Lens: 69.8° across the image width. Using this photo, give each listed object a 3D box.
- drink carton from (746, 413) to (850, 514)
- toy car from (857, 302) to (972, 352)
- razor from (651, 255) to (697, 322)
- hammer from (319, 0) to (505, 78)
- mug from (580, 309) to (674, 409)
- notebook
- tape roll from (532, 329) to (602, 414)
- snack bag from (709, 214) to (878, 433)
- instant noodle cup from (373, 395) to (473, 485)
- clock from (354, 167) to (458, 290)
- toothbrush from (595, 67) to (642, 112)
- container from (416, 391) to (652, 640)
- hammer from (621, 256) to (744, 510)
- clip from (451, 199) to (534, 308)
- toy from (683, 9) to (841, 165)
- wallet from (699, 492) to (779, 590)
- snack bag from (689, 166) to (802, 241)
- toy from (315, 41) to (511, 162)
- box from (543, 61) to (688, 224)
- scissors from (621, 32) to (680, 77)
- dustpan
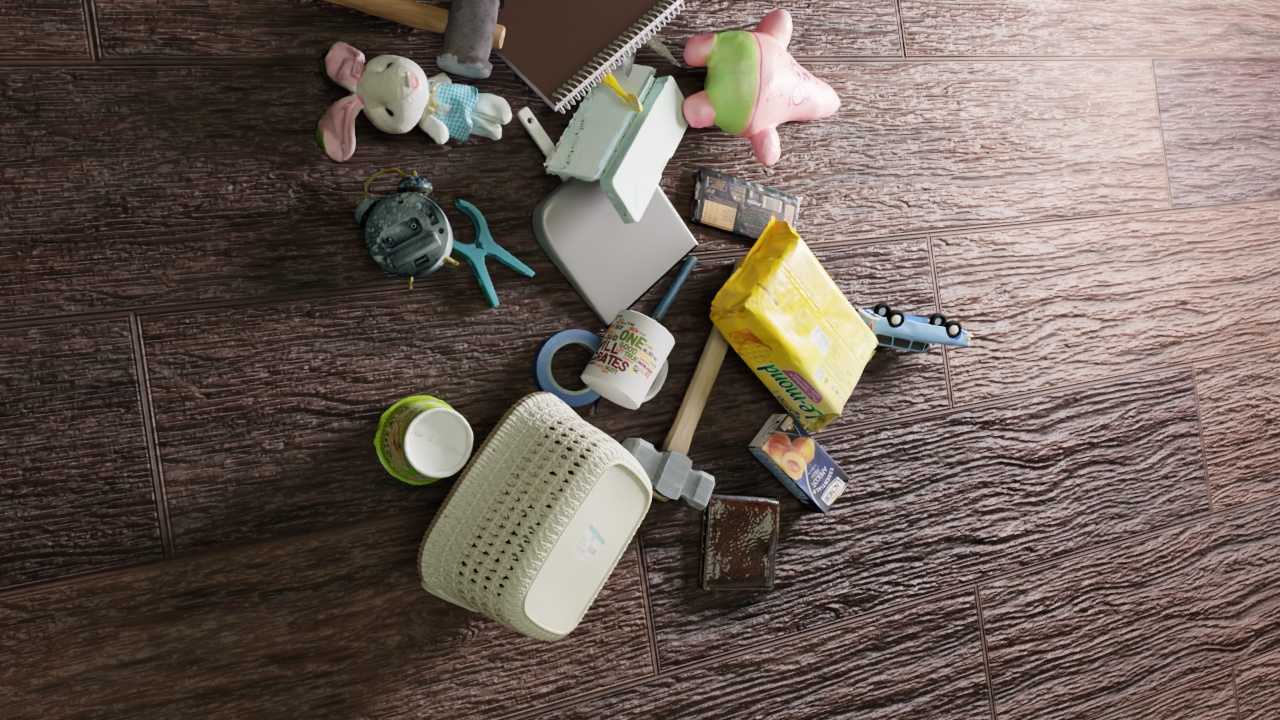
[{"bbox_3d":[0.204,0.133,1.176,0.130,0.040,0.064,46,73,-15],"label":"drink carton"},{"bbox_3d":[0.367,-0.040,1.234,0.153,0.056,0.055,9,105,-12],"label":"toy car"},{"bbox_3d":[0.030,-0.071,1.123,0.042,0.022,0.143,38,74,-18],"label":"razor"},{"bbox_3d":[-0.307,-0.386,0.971,0.328,0.052,0.098,11,87,-13],"label":"hammer"},{"bbox_3d":[-0.006,0.006,1.063,0.105,0.074,0.089,45,69,-44],"label":"mug"},{"bbox_3d":[-0.075,-0.408,1.058,0.171,0.022,0.209,45,78,3],"label":"notebook"},{"bbox_3d":[-0.079,0.009,1.076,0.093,0.016,0.091,24,79,-20],"label":"tape roll"},{"bbox_3d":[0.198,-0.042,1.142,0.247,0.068,0.159,47,64,-23],"label":"snack bag"},{"bbox_3d":[-0.221,0.085,0.964,0.098,0.108,0.099,1,87,-24],"label":"instant noodle cup"},{"bbox_3d":[-0.252,-0.145,0.981,0.090,0.052,0.129,-27,92,0],"label":"clock"},{"bbox_3d":[-0.042,-0.329,1.067,0.021,0.016,0.135,-38,64,-11],"label":"toothbrush"},{"bbox_3d":[-0.103,0.169,0.964,0.245,0.143,0.184,-58,145,-14],"label":"container"},{"bbox_3d":[0.079,0.019,1.127,0.117,0.051,0.322,29,74,-22],"label":"hammer"},{"bbox_3d":[-0.192,-0.114,1.032,0.113,0.028,0.127,-34,101,-22],"label":"clip"},{"bbox_3d":[0.161,-0.339,1.154,0.236,0.097,0.192,1,94,-31],"label":"toy"},{"bbox_3d":[0.124,0.227,1.145,0.099,0.031,0.120,6,86,-19],"label":"wallet"},{"bbox_3d":[0.136,-0.193,1.173,0.155,0.018,0.074,12,82,-21],"label":"snack bag"},{"bbox_3d":[-0.237,-0.271,0.977,0.205,0.106,0.131,5,88,-21],"label":"toy"},{"bbox_3d":[-0.020,-0.260,1.071,0.125,0.075,0.196,22,58,4],"label":"box"},{"bbox_3d":[-0.034,-0.428,1.099,0.204,0.015,0.201,16,64,-12],"label":"scissors"},{"bbox_3d":[-0.060,-0.190,1.088,0.163,0.033,0.257,-44,112,-19],"label":"dustpan"}]
